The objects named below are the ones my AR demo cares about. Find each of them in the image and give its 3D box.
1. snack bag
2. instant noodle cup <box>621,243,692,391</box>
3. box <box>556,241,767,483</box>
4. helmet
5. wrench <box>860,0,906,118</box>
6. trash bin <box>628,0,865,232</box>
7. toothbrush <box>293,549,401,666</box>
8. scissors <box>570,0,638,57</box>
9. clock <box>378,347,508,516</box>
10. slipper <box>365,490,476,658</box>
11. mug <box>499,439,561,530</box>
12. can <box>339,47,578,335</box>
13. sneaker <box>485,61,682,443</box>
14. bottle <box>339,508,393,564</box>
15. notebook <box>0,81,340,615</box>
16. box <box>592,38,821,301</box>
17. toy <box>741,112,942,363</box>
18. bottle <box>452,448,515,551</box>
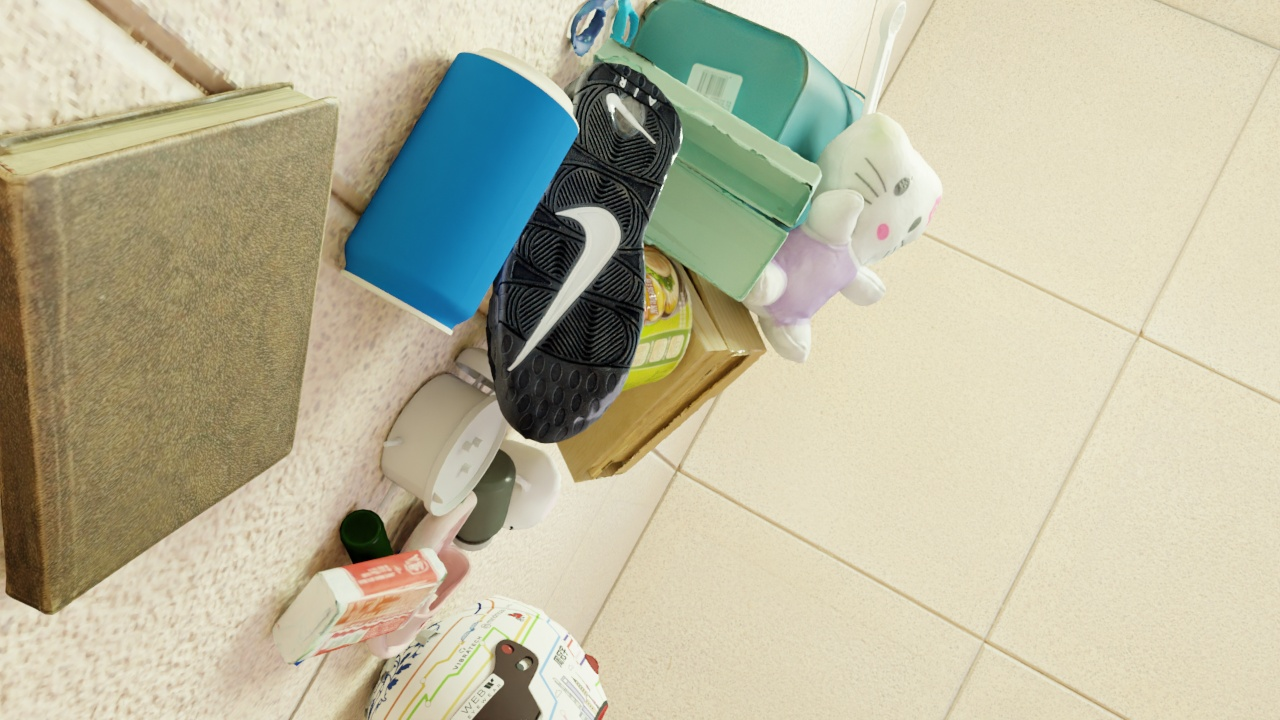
[{"bbox_3d":[-0.210,0.183,0.695,0.077,0.036,0.115,-49,157,21],"label":"snack bag"},{"bbox_3d":[-0.031,-0.037,0.746,0.097,0.146,0.146,-8,132,-41],"label":"instant noodle cup"},{"bbox_3d":[-0.006,0.005,0.860,0.091,0.128,0.250,0,150,-34],"label":"box"},{"bbox_3d":[-0.171,0.388,0.964,0.231,0.236,0.313,-61,178,18],"label":"helmet"},{"bbox_3d":[0.200,-0.193,0.840,0.047,0.009,0.274,-41,149,-38],"label":"wrench"},{"bbox_3d":[0.080,-0.204,0.824,0.197,0.199,0.218,-64,162,10],"label":"trash bin"},{"bbox_3d":[-0.236,0.197,0.790,0.186,0.011,0.017,-45,160,-57],"label":"toothbrush"},{"bbox_3d":[-0.016,-0.264,0.653,0.126,0.014,0.128,-51,166,-38],"label":"scissors"},{"bbox_3d":[-0.142,0.054,0.738,0.158,0.061,0.120,-49,164,-46],"label":"clock"},{"bbox_3d":[-0.196,0.202,0.841,0.106,0.056,0.222,-49,169,-53],"label":"slipper"},{"bbox_3d":[-0.127,0.128,0.950,0.090,0.076,0.124,-59,169,-15],"label":"mug"},{"bbox_3d":[-0.100,-0.094,0.512,0.146,0.079,0.079,-61,169,-5],"label":"can"},{"bbox_3d":[-0.065,-0.066,0.622,0.151,0.097,0.252,-14,-122,59],"label":"sneaker"},{"bbox_3d":[-0.214,0.156,0.733,0.032,0.033,0.123,-56,168,-30],"label":"bottle"},{"bbox_3d":[-0.206,-0.001,0.370,0.189,0.034,0.216,-44,159,-56],"label":"notebook"},{"bbox_3d":[0.027,-0.139,0.678,0.113,0.187,0.078,-55,173,6],"label":"box"},{"bbox_3d":[0.165,-0.105,0.775,0.209,0.085,0.137,-47,132,-8],"label":"toy"},{"bbox_3d":[-0.155,0.134,0.879,0.060,0.060,0.109,-50,164,-47],"label":"bottle"}]
